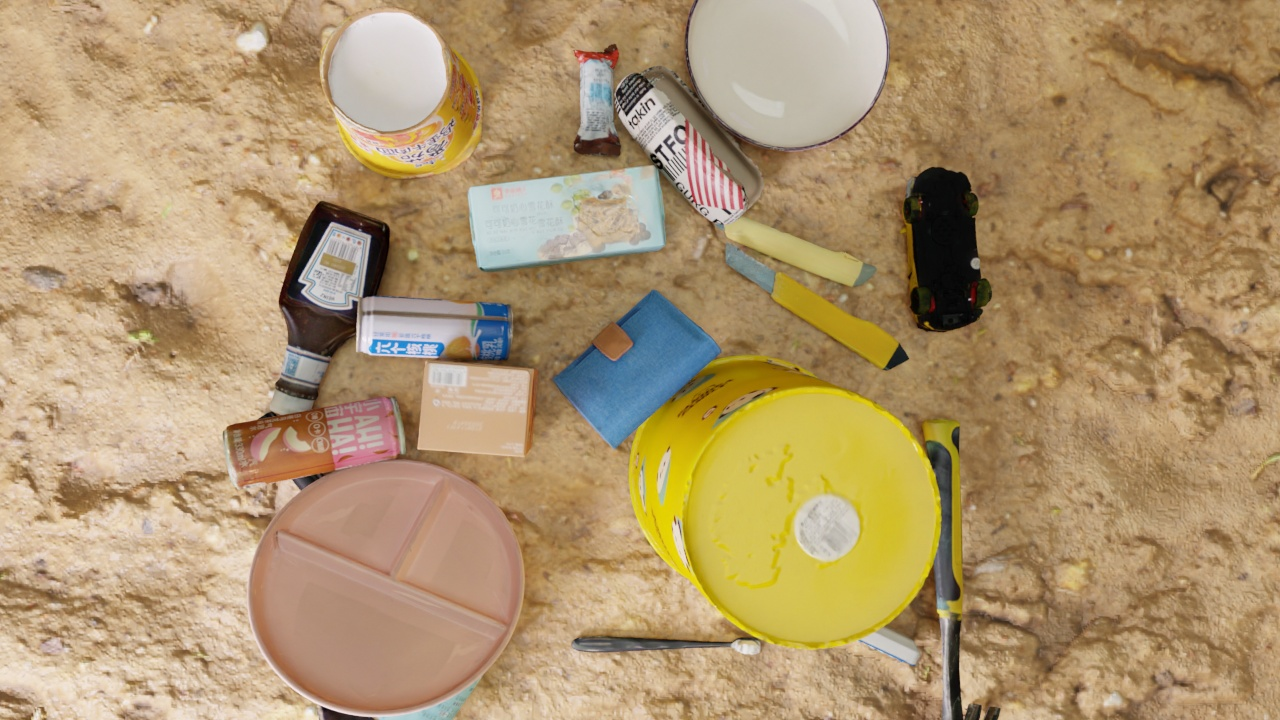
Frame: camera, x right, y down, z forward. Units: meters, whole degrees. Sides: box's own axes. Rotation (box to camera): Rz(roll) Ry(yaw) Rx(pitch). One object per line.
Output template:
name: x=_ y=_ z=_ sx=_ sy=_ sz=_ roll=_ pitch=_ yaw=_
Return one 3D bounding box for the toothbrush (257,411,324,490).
toothbrush: x=-0.283 y=0.137 z=0.848 sx=0.212 sy=0.027 sz=0.026 roll=51 pitch=132 yaw=-3

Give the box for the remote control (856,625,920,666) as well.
remote control: x=0.200 y=0.248 z=0.862 sx=0.125 sy=0.049 sz=0.024 roll=25 pitch=86 yaw=-3

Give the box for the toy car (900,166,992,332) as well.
toy car: x=0.286 y=-0.104 z=0.868 sx=0.071 sy=0.041 sz=0.156 roll=-7 pitch=92 yaw=-3

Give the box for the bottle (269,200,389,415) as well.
bottle: x=-0.290 y=-0.043 z=0.837 sx=0.080 sy=0.044 sz=0.195 roll=19 pitch=91 yaw=-13

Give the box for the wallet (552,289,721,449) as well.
wallet: x=-0.005 y=0.005 z=0.832 sx=0.133 sy=0.106 sz=0.040 roll=-42 pitch=136 yaw=-4

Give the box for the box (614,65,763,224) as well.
box: x=0.049 y=-0.203 z=0.849 sx=0.162 sy=0.076 sz=0.087 roll=46 pitch=56 yaw=-2

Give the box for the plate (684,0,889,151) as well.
plate: x=0.134 y=-0.287 z=0.858 sx=0.192 sy=0.039 sz=0.192 roll=0 pitch=88 yaw=-5

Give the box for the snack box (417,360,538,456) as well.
snack box: x=-0.142 y=0.041 z=0.819 sx=0.093 sy=0.094 sz=0.077 roll=5 pitch=90 yaw=-3

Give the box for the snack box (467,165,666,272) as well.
snack box: x=-0.067 y=-0.130 z=0.844 sx=0.175 sy=0.051 sz=0.074 roll=-8 pitch=91 yaw=-3

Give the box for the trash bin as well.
trash bin: x=0.111 y=0.108 z=0.753 sx=0.229 sy=0.255 sz=0.229 roll=0 pitch=89 yaw=-3

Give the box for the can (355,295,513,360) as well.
can: x=-0.185 y=-0.029 z=0.823 sx=0.134 sy=0.053 sz=0.053 roll=3 pitch=90 yaw=-17

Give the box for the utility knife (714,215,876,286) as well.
utility knife: x=0.143 y=-0.108 z=0.873 sx=0.167 sy=0.018 sz=0.031 roll=22 pitch=85 yaw=-4

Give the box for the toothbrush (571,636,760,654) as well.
toothbrush: x=0.025 y=0.270 z=0.869 sx=0.181 sy=0.018 sz=0.015 roll=1 pitch=93 yaw=-2

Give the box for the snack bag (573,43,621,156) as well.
snack bag: x=-0.040 y=-0.244 z=0.858 sx=0.045 sy=0.026 sz=0.105 roll=-1 pitch=91 yaw=-12

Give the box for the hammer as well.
hammer: x=0.287 y=0.217 z=0.855 sx=0.126 sy=0.032 sz=0.323 roll=8 pitch=80 yaw=-42

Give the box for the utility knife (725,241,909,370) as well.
utility knife: x=0.166 y=-0.052 z=0.874 sx=0.209 sy=0.015 sz=0.033 roll=32 pitch=89 yaw=-5

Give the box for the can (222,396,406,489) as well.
can: x=-0.286 y=0.072 z=0.813 sx=0.147 sy=0.058 sz=0.058 roll=-11 pitch=91 yaw=-19

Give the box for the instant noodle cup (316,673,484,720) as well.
instant noodle cup: x=-0.204 y=0.295 z=0.819 sx=0.111 sy=0.111 sz=0.120 roll=42 pitch=79 yaw=-2

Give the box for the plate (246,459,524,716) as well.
plate: x=-0.216 y=0.192 z=0.794 sx=0.229 sy=0.028 sz=0.229 roll=8 pitch=54 yaw=-11

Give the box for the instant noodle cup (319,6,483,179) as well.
instant noodle cup: x=-0.212 y=-0.238 z=0.808 sx=0.138 sy=0.110 sz=0.138 roll=0 pitch=90 yaw=-4
